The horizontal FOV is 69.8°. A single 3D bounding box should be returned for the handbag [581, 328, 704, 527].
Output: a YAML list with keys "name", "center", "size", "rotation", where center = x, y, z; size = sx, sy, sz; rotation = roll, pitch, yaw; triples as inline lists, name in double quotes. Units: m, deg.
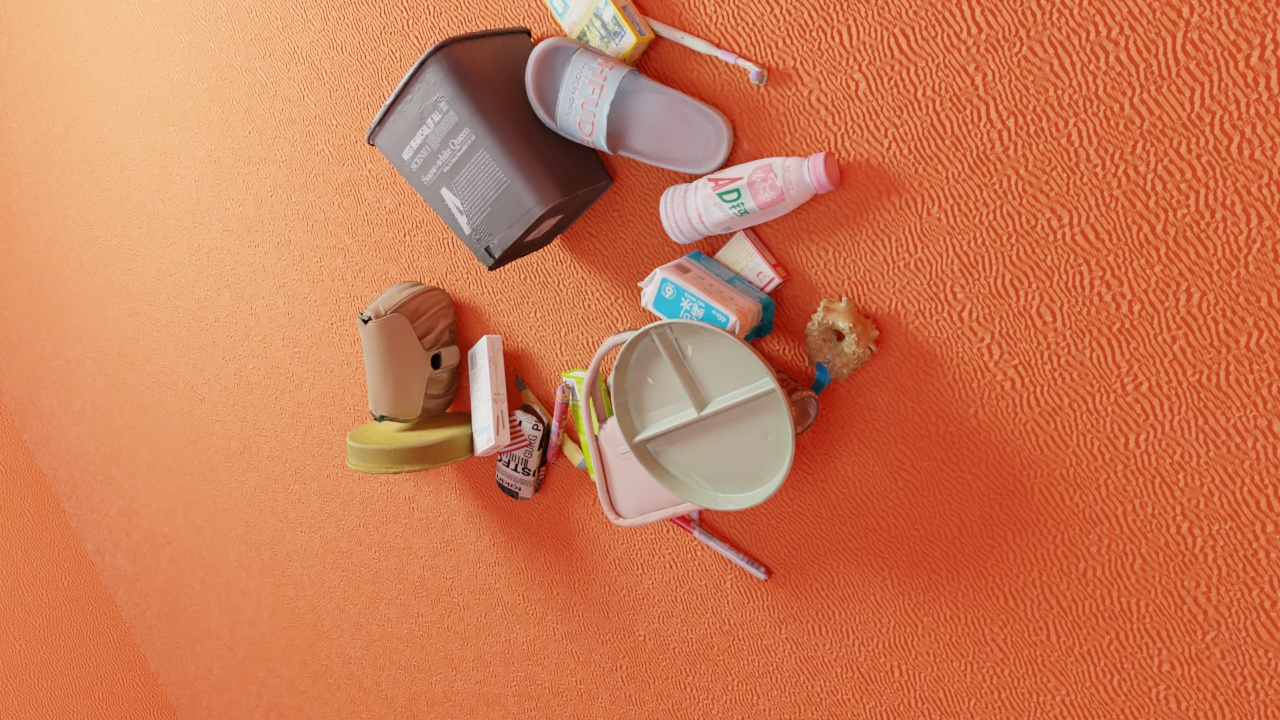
- name: "handbag"
  center: [0.017, 0.074, 1.114]
  size: [0.194, 0.093, 0.234]
  rotation: [-23, 93, 28]

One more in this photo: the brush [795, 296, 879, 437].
- name: "brush"
  center: [0.190, 0.039, 1.029]
  size: [0.083, 0.045, 0.255]
  rotation: [36, 129, 20]

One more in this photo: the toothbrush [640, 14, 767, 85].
- name: "toothbrush"
  center: [0.058, -0.345, 1.004]
  size: [0.189, 0.029, 0.020]
  rotation: [33, 81, 24]

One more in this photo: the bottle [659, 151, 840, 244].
- name: "bottle"
  center: [0.117, -0.178, 0.991]
  size: [0.197, 0.068, 0.068]
  rotation: [-10, 100, 35]

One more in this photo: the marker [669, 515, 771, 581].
- name: "marker"
  center: [0.101, 0.236, 1.167]
  size: [0.145, 0.017, 0.017]
  rotation: [31, 122, 15]

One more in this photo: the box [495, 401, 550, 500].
- name: "box"
  center: [-0.158, 0.129, 1.319]
  size: [0.075, 0.076, 0.164]
  rotation: [24, 125, 16]

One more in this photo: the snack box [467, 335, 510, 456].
- name: "snack box"
  center: [-0.215, 0.050, 1.290]
  size: [0.085, 0.026, 0.156]
  rotation: [-31, 63, 58]

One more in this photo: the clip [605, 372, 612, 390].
- name: "clip"
  center: [-0.001, 0.005, 1.171]
  size: [0.034, 0.076, 0.104]
  rotation: [43, 116, 18]

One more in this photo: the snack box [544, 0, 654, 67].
- name: "snack box"
  center: [-0.050, -0.393, 1.047]
  size: [0.140, 0.033, 0.087]
  rotation: [59, 142, 8]

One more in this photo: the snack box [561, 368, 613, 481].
- name: "snack box"
  center: [-0.059, 0.089, 1.220]
  size: [0.086, 0.026, 0.156]
  rotation: [2, 109, 64]

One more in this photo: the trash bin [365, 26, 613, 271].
- name: "trash bin"
  center: [-0.172, -0.248, 1.106]
  size: [0.200, 0.198, 0.220]
  rotation: [-36, 89, 39]

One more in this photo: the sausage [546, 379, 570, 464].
- name: "sausage"
  center: [-0.111, 0.087, 1.252]
  size: [0.020, 0.020, 0.156]
  rotation: [33, 133, 23]

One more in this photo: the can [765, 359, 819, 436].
- name: "can"
  center: [0.132, 0.028, 1.025]
  size: [0.147, 0.057, 0.058]
  rotation: [38, 128, 47]

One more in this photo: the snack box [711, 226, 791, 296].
- name: "snack box"
  center: [0.096, -0.077, 1.065]
  size: [0.077, 0.026, 0.156]
  rotation: [53, 128, 10]

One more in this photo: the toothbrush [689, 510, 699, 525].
- name: "toothbrush"
  center: [0.069, 0.136, 1.167]
  size: [0.021, 0.029, 0.189]
  rotation: [-124, 30, -67]

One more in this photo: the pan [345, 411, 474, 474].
- name: "pan"
  center: [-0.373, 0.126, 1.412]
  size: [0.358, 0.197, 0.078]
  rotation: [12, 109, 55]

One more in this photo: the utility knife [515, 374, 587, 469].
- name: "utility knife"
  center: [-0.129, 0.089, 1.298]
  size: [0.176, 0.019, 0.031]
  rotation: [47, 124, 13]

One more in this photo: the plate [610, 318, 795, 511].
- name: "plate"
  center: [0.067, 0.059, 0.997]
  size: [0.230, 0.027, 0.230]
  rotation: [18, 124, 29]

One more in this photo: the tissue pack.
- name: "tissue pack"
  center: [0.074, -0.062, 1.010]
  size: [0.140, 0.089, 0.063]
  rotation: [34, 125, 20]

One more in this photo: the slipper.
- name: "slipper"
  center: [-0.016, -0.271, 1.006]
  size: [0.245, 0.074, 0.104]
  rotation: [23, 109, 3]

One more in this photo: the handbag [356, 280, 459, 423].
- name: "handbag"
  center: [-0.328, -0.007, 1.328]
  size: [0.100, 0.147, 0.205]
  rotation: [17, 120, 33]
